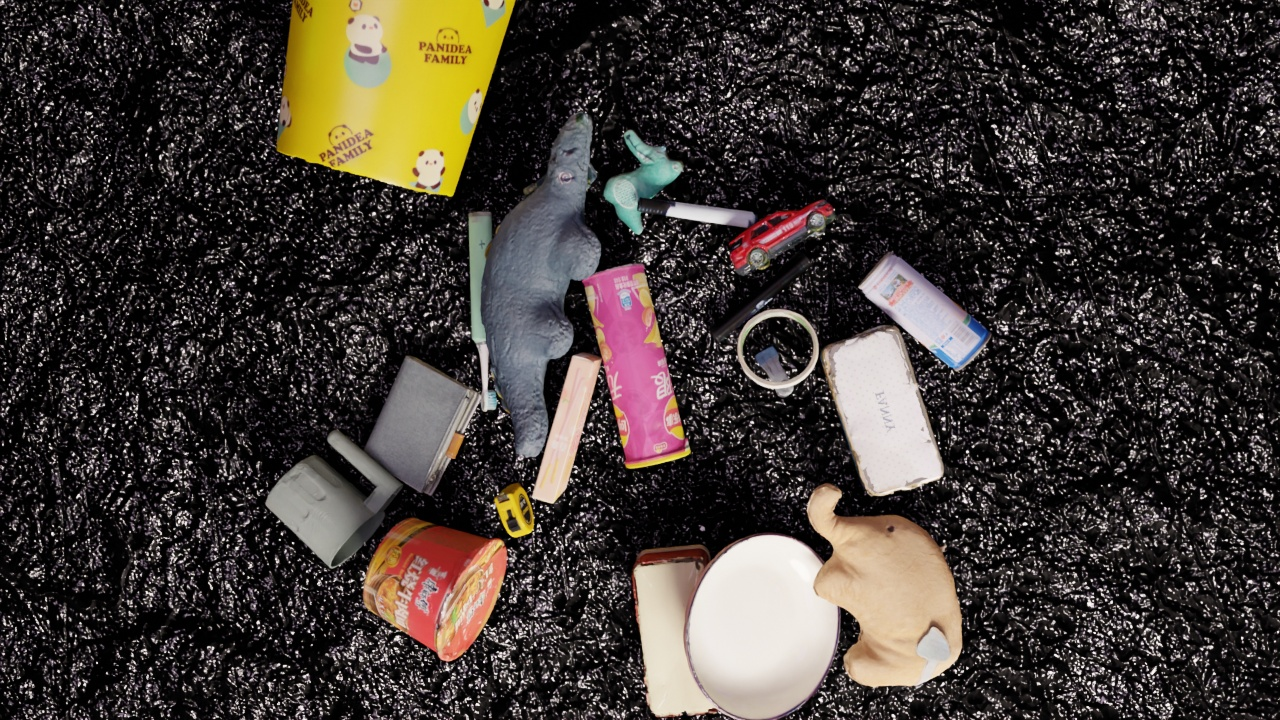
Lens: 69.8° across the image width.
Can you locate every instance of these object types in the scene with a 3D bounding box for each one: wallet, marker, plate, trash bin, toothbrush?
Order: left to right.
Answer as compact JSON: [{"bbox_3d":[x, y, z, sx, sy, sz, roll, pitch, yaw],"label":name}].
[{"bbox_3d":[-0.253,-0.316,0.941,0.230,0.229,0.255,17,100,7],"label":"trash bin"},{"bbox_3d":[-0.247,0.074,1.039,0.106,0.037,0.130,27,95,17],"label":"wallet"},{"bbox_3d":[-0.176,-0.055,1.029,0.027,0.026,0.224,-2,92,-35],"label":"toothbrush"},{"bbox_3d":[0.061,-0.158,0.984,0.130,0.022,0.018,7,96,-4],"label":"marker"},{"bbox_3d":[0.123,0.275,0.960,0.192,0.039,0.192,2,87,-27],"label":"plate"},{"bbox_3d":[0.128,-0.069,0.991,0.132,0.020,0.022,-40,71,7],"label":"marker"}]

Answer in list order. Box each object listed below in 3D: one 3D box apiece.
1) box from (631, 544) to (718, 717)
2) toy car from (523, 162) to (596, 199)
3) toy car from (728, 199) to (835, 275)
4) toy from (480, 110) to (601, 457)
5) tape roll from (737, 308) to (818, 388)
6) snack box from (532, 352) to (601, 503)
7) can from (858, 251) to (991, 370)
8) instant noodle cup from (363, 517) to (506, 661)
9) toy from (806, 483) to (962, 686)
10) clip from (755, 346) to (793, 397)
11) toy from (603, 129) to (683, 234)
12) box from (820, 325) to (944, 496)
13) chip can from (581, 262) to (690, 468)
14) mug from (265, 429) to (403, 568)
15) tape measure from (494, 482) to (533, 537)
[{"bbox_3d":[0.040,0.292,0.987,0.091,0.077,0.168,-7,90,7],"label":"box"},{"bbox_3d":[-0.089,-0.190,1.009,0.091,0.034,0.043,-35,92,22],"label":"toy car"},{"bbox_3d":[0.148,-0.134,0.969,0.120,0.053,0.045,-28,86,9],"label":"toy car"},{"bbox_3d":[-0.111,-0.084,0.971,0.138,0.091,0.356,22,102,51],"label":"toy"},{"bbox_3d":[0.147,-0.013,0.982,0.086,0.014,0.085,-3,76,11],"label":"tape roll"},{"bbox_3d":[-0.078,0.070,0.991,0.026,0.084,0.157,16,94,3],"label":"snack box"},{"bbox_3d":[0.293,-0.052,0.952,0.134,0.053,0.053,41,96,5],"label":"can"},{"bbox_3d":[-0.225,0.241,1.000,0.109,0.137,0.138,19,94,16],"label":"instant noodle cup"},{"bbox_3d":[0.252,0.225,0.955,0.143,0.082,0.226,-21,86,-9],"label":"toy"},{"bbox_3d":[0.146,0.013,0.992,0.024,0.029,0.057,-27,82,2],"label":"clip"},{"bbox_3d":[0.000,-0.200,0.999,0.092,0.030,0.096,-38,93,3],"label":"toy"},{"bbox_3d":[0.254,0.058,0.961,0.090,0.059,0.184,-16,92,8],"label":"box"},{"bbox_3d":[-0.006,0.006,0.986,0.071,0.071,0.210,-14,90,8],"label":"chip can"},{"bbox_3d":[-0.342,0.153,1.032,0.103,0.083,0.124,40,95,7],"label":"mug"},{"bbox_3d":[-0.141,0.167,1.017,0.029,0.060,0.057,-19,95,8],"label":"tape measure"}]
